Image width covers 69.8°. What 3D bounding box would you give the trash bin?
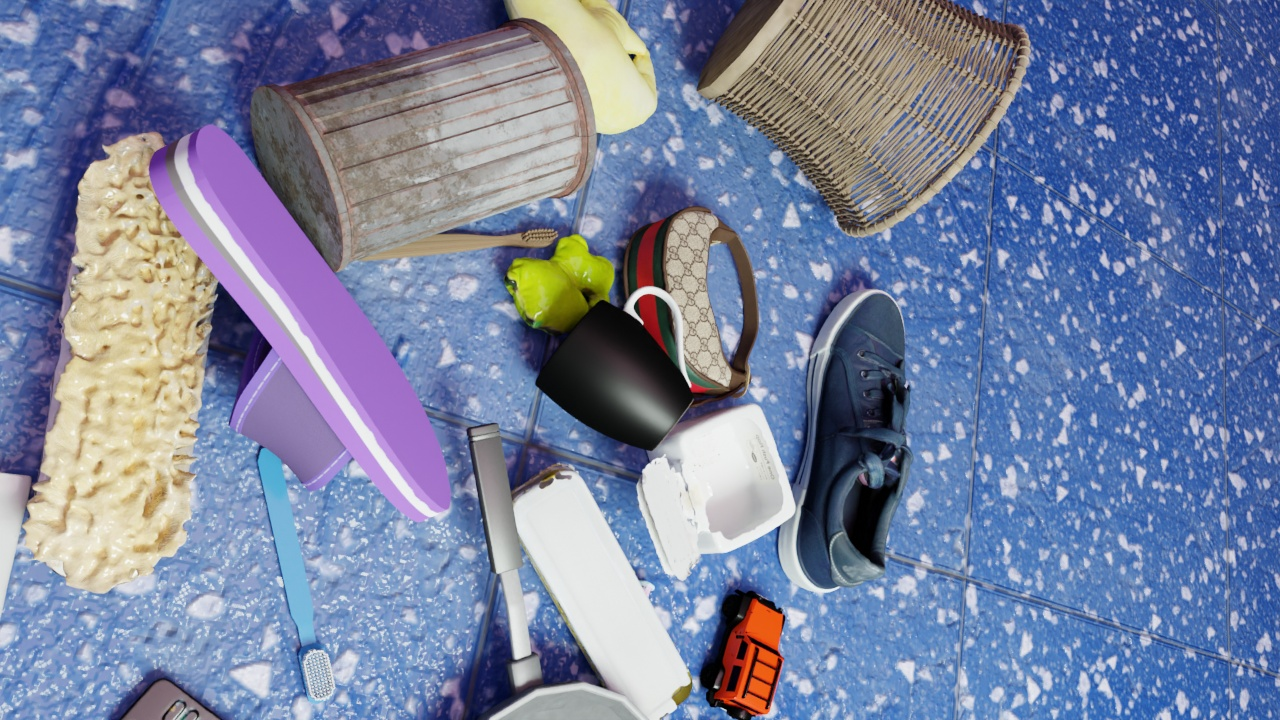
[{"bbox_3d":[-0.138,-0.152,0.634,0.210,0.131,0.131,-27,95,-32],"label":"trash bin"}]

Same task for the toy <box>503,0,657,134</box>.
[{"bbox_3d":[-0.052,-0.260,0.749,0.170,0.065,0.154,49,41,-18],"label":"toy"}]

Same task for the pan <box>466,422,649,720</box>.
[{"bbox_3d":[-0.078,0.220,0.626,0.178,0.041,0.357,-11,92,-29],"label":"pan"}]

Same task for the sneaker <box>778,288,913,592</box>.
[{"bbox_3d":[0.208,0.058,0.813,0.120,0.127,0.293,28,64,-26],"label":"sneaker"}]

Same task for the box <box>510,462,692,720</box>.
[{"bbox_3d":[-0.029,0.175,0.679,0.064,0.033,0.209,-32,101,-20],"label":"box"}]

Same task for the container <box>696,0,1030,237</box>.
[{"bbox_3d":[0.184,-0.258,0.814,0.196,0.227,0.226,34,64,-15],"label":"container"}]

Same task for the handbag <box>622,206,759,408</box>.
[{"bbox_3d":[0.054,-0.044,0.778,0.138,0.063,0.166,1,80,-42],"label":"handbag"}]

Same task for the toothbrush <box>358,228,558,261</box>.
[{"bbox_3d":[-0.137,-0.089,0.689,0.166,0.016,0.016,-9,83,-33],"label":"toothbrush"}]

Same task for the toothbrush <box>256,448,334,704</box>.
[{"bbox_3d":[-0.222,0.137,0.589,0.016,0.014,0.166,-12,86,-34],"label":"toothbrush"}]

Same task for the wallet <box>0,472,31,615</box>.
[{"bbox_3d":[-0.382,0.112,0.486,0.086,0.032,0.116,20,67,-39],"label":"wallet"}]

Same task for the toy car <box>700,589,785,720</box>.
[{"bbox_3d":[0.089,0.239,0.743,0.051,0.049,0.100,32,64,-23],"label":"toy car"}]

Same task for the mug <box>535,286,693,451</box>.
[{"bbox_3d":[-0.004,0.004,0.691,0.100,0.085,0.118,38,79,1],"label":"mug"}]

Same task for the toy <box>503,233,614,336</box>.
[{"bbox_3d":[-0.062,-0.058,0.719,0.094,0.036,0.093,37,58,-28],"label":"toy"}]

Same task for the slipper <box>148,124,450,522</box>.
[{"bbox_3d":[-0.217,-0.002,0.552,0.084,0.107,0.267,-25,122,2],"label":"slipper"}]

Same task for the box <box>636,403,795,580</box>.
[{"bbox_3d":[0.043,0.106,0.727,0.190,0.083,0.110,-21,90,-50],"label":"box"}]

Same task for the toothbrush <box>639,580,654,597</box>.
[{"bbox_3d":[-0.051,0.141,0.695,0.155,0.016,0.022,38,107,-21],"label":"toothbrush"}]

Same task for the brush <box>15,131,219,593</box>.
[{"bbox_3d":[-0.300,-0.003,0.543,0.083,0.057,0.271,10,74,-30],"label":"brush"}]

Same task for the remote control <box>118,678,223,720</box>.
[{"bbox_3d":[-0.242,0.250,0.550,0.152,0.020,0.041,46,61,-15],"label":"remote control"}]

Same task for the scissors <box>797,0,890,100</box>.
[{"bbox_3d":[0.220,-0.352,0.970,0.169,0.013,0.131,21,71,-24],"label":"scissors"}]
